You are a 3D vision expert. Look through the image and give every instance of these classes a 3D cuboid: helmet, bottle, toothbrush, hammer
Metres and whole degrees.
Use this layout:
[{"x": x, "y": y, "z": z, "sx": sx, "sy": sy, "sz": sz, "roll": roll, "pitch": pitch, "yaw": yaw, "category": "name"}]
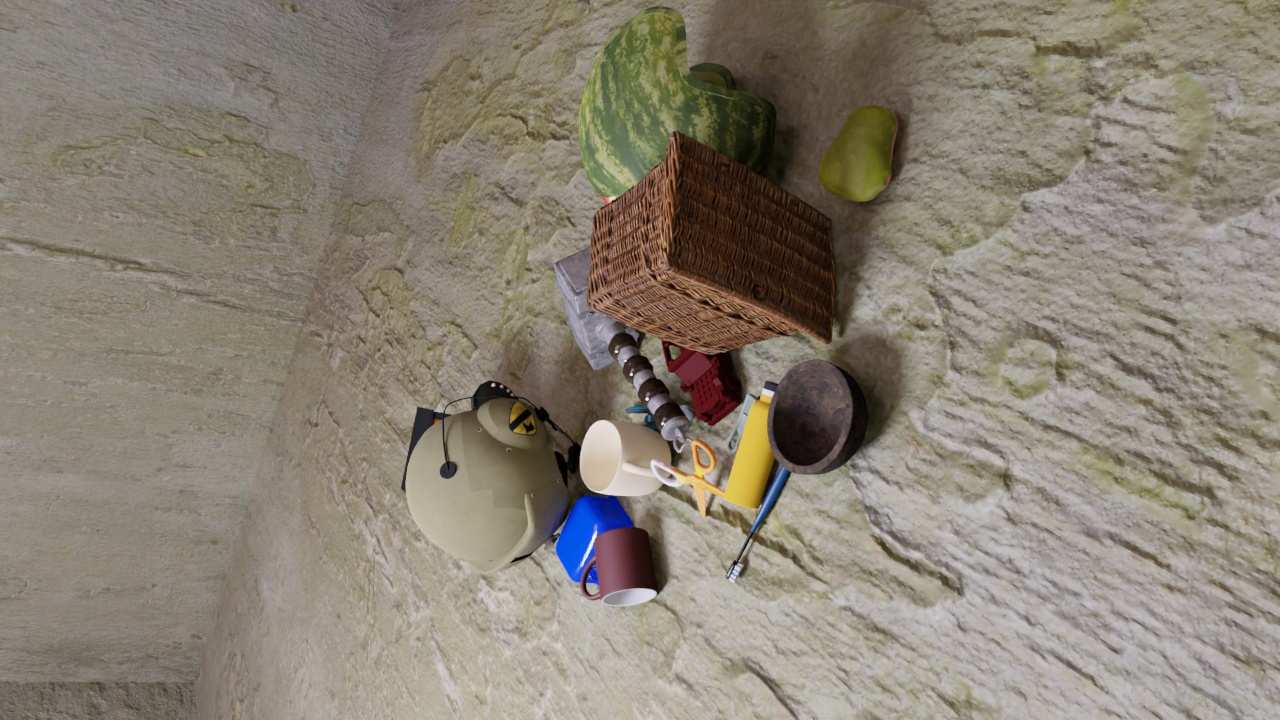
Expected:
[{"x": -0.209, "y": 0.181, "z": 1.322, "sx": 0.251, "sy": 0.255, "sz": 0.232, "roll": -44, "pitch": 44, "yaw": 34, "category": "helmet"}, {"x": 0.040, "y": -0.289, "z": 1.174, "sx": 0.244, "sy": 0.213, "sz": 0.247, "roll": -37, "pitch": 66, "yaw": 16, "category": "helmet"}, {"x": 0.137, "y": 0.096, "z": 1.056, "sx": 0.043, "sy": 0.043, "sz": 0.143, "roll": 23, "pitch": 98, "yaw": 56, "category": "bottle"}, {"x": 0.138, "y": 0.181, "z": 1.049, "sx": 0.014, "sy": 0.014, "sz": 0.168, "roll": 30, "pitch": 103, "yaw": 21, "category": "toothbrush"}, {"x": -0.007, "y": 0.007, "z": 1.221, "sx": 0.326, "sy": 0.079, "sz": 0.177, "roll": 57, "pitch": 167, "yaw": 34, "category": "hammer"}]

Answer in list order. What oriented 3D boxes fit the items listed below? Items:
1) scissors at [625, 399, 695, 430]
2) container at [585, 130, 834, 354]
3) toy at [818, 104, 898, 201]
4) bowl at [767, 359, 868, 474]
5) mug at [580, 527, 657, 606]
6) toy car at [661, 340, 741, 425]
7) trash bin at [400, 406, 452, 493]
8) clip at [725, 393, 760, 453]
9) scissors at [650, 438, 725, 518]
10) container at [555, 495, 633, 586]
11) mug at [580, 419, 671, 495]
[{"x": 0.022, "y": 0.083, "z": 1.252, "sx": 0.146, "sy": 0.019, "sz": 0.133, "roll": -60, "pitch": 39, "yaw": 21, "category": "scissors"}, {"x": 0.070, "y": -0.106, "z": 1.027, "sx": 0.184, "sy": 0.249, "sz": 0.162, "roll": -21, "pitch": 57, "yaw": 47, "category": "container"}, {"x": 0.244, "y": -0.229, "z": 1.007, "sx": 0.090, "sy": 0.051, "sz": 0.110, "roll": 33, "pitch": 103, "yaw": 52, "category": "toy"}, {"x": 0.196, "y": 0.064, "z": 0.969, "sx": 0.121, "sy": 0.056, "sz": 0.121, "roll": -25, "pitch": 59, "yaw": 50, "category": "bowl"}, {"x": -0.034, "y": 0.275, "z": 1.202, "sx": 0.106, "sy": 0.073, "sz": 0.082, "roll": -23, "pitch": 57, "yaw": 22, "category": "mug"}, {"x": 0.073, "y": -0.007, "z": 1.167, "sx": 0.070, "sy": 0.061, "sz": 0.169, "roll": -44, "pitch": 45, "yaw": 39, "category": "toy car"}, {"x": -0.285, "y": 0.162, "z": 1.508, "sx": 0.140, "sy": 0.171, "sz": 0.139, "roll": 178, "pitch": 103, "yaw": -68, "category": "trash bin"}, {"x": 0.128, "y": 0.077, "z": 1.091, "sx": 0.023, "sy": 0.044, "sz": 0.076, "roll": 41, "pitch": 113, "yaw": 55, "category": "clip"}, {"x": 0.065, "y": 0.143, "z": 1.111, "sx": 0.131, "sy": 0.011, "sz": 0.125, "roll": 12, "pitch": 128, "yaw": 31, "category": "scissors"}, {"x": -0.069, "y": 0.251, "z": 1.287, "sx": 0.096, "sy": 0.058, "sz": 0.114, "roll": 48, "pitch": 118, "yaw": 51, "category": "container"}, {"x": -0.006, "y": 0.133, "z": 1.201, "sx": 0.120, "sy": 0.099, "sz": 0.096, "roll": 16, "pitch": 94, "yaw": 54, "category": "mug"}]
